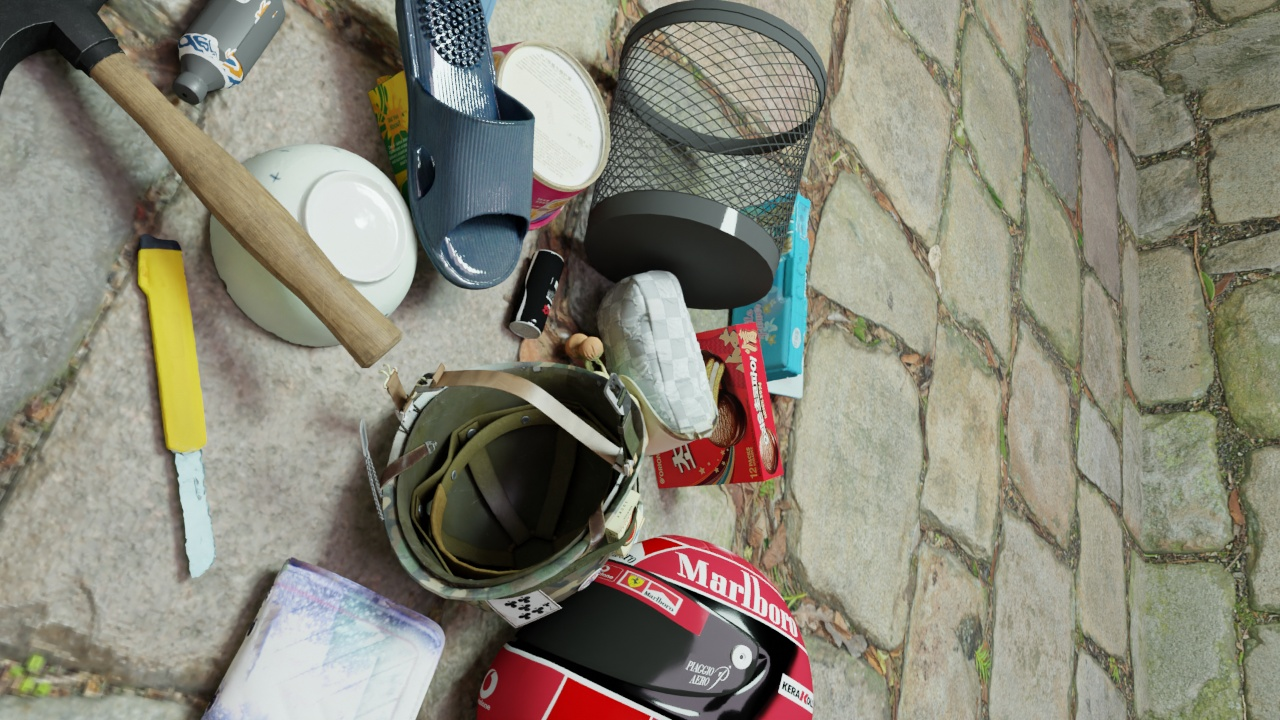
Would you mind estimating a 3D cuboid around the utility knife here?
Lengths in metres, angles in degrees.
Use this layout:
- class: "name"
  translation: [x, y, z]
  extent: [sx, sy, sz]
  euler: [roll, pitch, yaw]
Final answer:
- class: "utility knife"
  translation: [-0.304, 0.028, 0.605]
  extent: [0.030, 0.019, 0.227]
  euler: [-6, 82, -43]

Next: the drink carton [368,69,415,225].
- class: "drink carton"
  translation: [-0.177, -0.180, 0.762]
  extent: [0.041, 0.058, 0.122]
  euler: [-25, 101, -48]

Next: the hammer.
- class: "hammer"
  translation: [-0.275, -0.113, 0.586]
  extent: [0.305, 0.040, 0.132]
  euler: [48, 58, -9]

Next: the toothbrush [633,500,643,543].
- class: "toothbrush"
  translation: [-0.020, 0.225, 0.887]
  extent: [0.017, 0.016, 0.188]
  euler: [44, 52, -46]

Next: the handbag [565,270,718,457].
- class: "handbag"
  translation: [-0.005, 0.005, 0.880]
  extent: [0.123, 0.113, 0.171]
  euler: [-9, 80, -26]

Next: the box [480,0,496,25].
- class: "box"
  translation: [-0.158, -0.402, 0.842]
  extent: [0.122, 0.047, 0.209]
  euler: [36, 55, -40]

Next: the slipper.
- class: "slipper"
  translation: [-0.125, -0.189, 0.713]
  extent: [0.101, 0.083, 0.263]
  euler: [-7, 88, -46]

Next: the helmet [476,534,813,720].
- class: "helmet"
  translation: [0.019, 0.258, 0.766]
  extent: [0.271, 0.198, 0.224]
  euler: [32, 70, -18]

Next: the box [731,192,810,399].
- class: "box"
  translation: [0.179, -0.073, 1.116]
  extent: [0.117, 0.097, 0.226]
  euler: [23, 65, -41]

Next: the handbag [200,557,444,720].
- class: "handbag"
  translation: [-0.222, 0.232, 0.622]
  extent: [0.126, 0.069, 0.158]
  euler: [35, 56, -22]

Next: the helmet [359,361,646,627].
- class: "helmet"
  translation: [-0.092, 0.083, 0.686]
  extent: [0.223, 0.193, 0.237]
  euler: [-57, 155, -54]

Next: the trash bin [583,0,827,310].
- class: "trash bin"
  translation: [0.061, -0.195, 0.924]
  extent: [0.217, 0.218, 0.227]
  euler: [32, 63, -40]

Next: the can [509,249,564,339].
- class: "can"
  translation: [-0.096, -0.061, 0.849]
  extent: [0.031, 0.032, 0.080]
  euler: [37, 56, -38]

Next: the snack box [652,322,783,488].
- class: "snack box"
  translation: [0.066, 0.048, 0.932]
  extent: [0.035, 0.133, 0.152]
  euler: [-10, 89, -49]

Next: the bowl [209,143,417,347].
- class: "bowl"
  translation: [-0.227, -0.091, 0.677]
  extent: [0.153, 0.073, 0.153]
  euler: [13, 72, -45]

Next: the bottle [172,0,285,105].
- class: "bottle"
  translation: [-0.294, -0.226, 0.650]
  extent: [0.047, 0.047, 0.112]
  euler: [41, 54, -36]

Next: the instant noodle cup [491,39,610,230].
- class: "instant noodle cup"
  translation: [-0.101, -0.215, 0.842]
  extent: [0.178, 0.078, 0.178]
  euler: [13, 72, -47]
